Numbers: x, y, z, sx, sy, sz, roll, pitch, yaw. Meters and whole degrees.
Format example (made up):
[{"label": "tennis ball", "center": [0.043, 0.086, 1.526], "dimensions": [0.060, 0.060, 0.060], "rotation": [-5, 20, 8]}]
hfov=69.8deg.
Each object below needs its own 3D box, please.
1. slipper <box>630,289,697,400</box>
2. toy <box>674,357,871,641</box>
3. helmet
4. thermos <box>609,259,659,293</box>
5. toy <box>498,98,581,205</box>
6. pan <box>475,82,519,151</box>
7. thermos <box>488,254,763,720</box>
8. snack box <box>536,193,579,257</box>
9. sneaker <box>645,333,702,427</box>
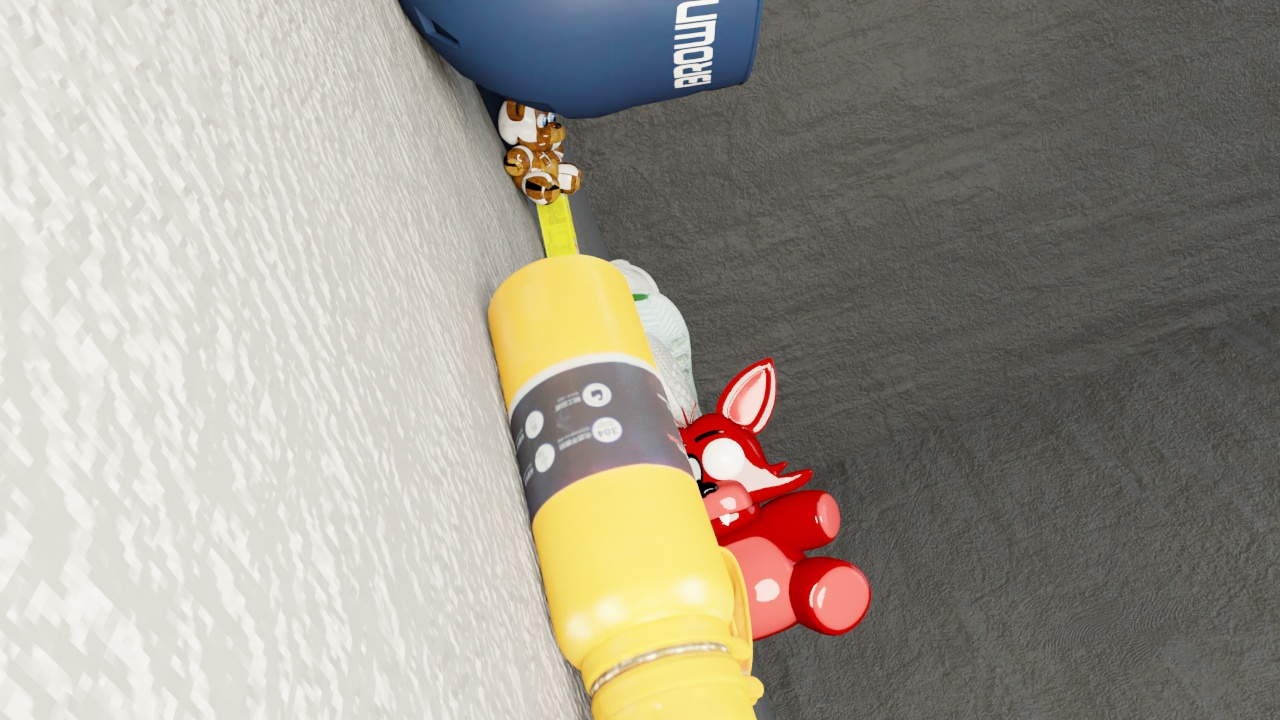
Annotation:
[{"label": "slipper", "center": [-0.005, 0.005, 0.860], "dimensions": [0.074, 0.104, 0.245], "rotation": [58, -3, 27]}, {"label": "toy", "center": [0.059, 0.114, 0.660], "dimensions": [0.120, 0.158, 0.197], "rotation": [32, 37, -76]}, {"label": "helmet", "center": [-0.051, -0.279, 0.578], "dimensions": [0.233, 0.223, 0.271], "rotation": [88, -2, -46]}, {"label": "thermos", "center": [-0.027, -0.074, 1.089], "dimensions": [0.220, 0.099, 0.099], "rotation": [-25, 96, -85]}, {"label": "toy", "center": [-0.096, -0.204, 0.834], "dimensions": [0.087, 0.067, 0.113], "rotation": [-44, 138, -58]}, {"label": "pan", "center": [-0.155, -0.295, 0.834], "dimensions": [0.356, 0.021, 0.198], "rotation": [-20, 90, -87]}, {"label": "thermos", "center": [-0.005, 0.059, 0.412], "dimensions": [0.076, 0.091, 0.232], "rotation": [101, -24, -50]}, {"label": "snack box", "center": [-0.086, -0.154, 0.901], "dimensions": [0.040, 0.029, 0.148], "rotation": [23, 55, -87]}, {"label": "sneaker", "center": [0.017, 0.089, 0.782], "dimensions": [0.089, 0.087, 0.236], "rotation": [-84, 156, -66]}]
